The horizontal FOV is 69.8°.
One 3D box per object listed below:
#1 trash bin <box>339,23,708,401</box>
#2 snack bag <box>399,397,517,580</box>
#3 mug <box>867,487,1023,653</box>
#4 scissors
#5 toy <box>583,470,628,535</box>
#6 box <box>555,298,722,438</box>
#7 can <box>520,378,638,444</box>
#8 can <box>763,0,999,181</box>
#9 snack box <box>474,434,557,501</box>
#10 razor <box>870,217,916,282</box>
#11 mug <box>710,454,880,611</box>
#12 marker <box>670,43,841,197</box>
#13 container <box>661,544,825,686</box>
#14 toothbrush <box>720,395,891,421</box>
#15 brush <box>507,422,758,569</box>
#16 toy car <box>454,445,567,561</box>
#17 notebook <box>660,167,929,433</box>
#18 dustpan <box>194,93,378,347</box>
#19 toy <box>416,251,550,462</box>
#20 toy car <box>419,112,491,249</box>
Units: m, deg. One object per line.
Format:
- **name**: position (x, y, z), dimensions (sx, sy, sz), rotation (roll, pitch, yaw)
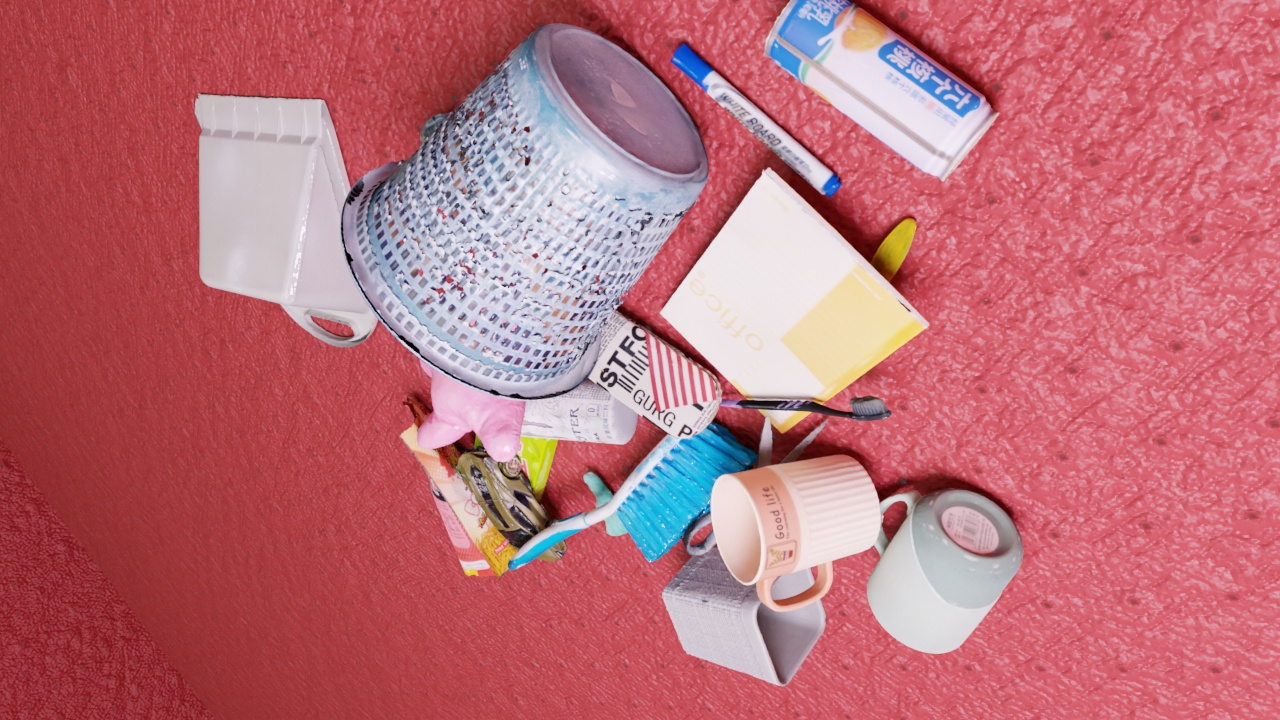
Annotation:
- **trash bin**: position (-0.065, -0.115, 0.653), dimensions (0.226, 0.225, 0.196), rotation (49, 124, 0)
- **snack bag**: position (-0.209, 0.142, 1.023), dimensions (0.208, 0.073, 0.128), rotation (65, 176, -19)
- **mug**: position (0.219, 0.145, 0.690), dimensions (0.111, 0.082, 0.107), rotation (51, 144, 35)
- **scissors**: position (0.098, 0.112, 0.766), dimensions (0.159, 0.014, 0.178), rotation (-28, 132, 8)
- **toy**: position (-0.015, 0.144, 0.909), dimensions (0.092, 0.030, 0.096), rotation (-33, 93, 43)
- **box**: position (-0.006, 0.004, 0.774), dimensions (0.164, 0.070, 0.055), rotation (32, 169, 21)
- **can**: position (-0.077, 0.044, 0.848), dimensions (0.147, 0.058, 0.058), rotation (2, 121, 25)
- **can**: position (0.142, -0.166, 0.544), dimensions (0.134, 0.053, 0.053), rotation (40, 136, 9)
- **snack box**: position (-0.130, 0.084, 0.961), dimensions (0.086, 0.026, 0.157), rotation (35, 136, 15)
- **razor**: position (0.159, -0.043, 0.640), dimensions (0.043, 0.028, 0.133), rotation (37, 134, 18)
- **mug**: position (0.121, 0.135, 0.712), dimensions (0.082, 0.105, 0.114), rotation (-168, 71, -68)
- **marker**: position (0.079, -0.163, 0.625), dimensions (0.146, 0.016, 0.017), rotation (43, 137, 6)
- **container**: position (0.092, 0.226, 0.840), dimensions (0.114, 0.090, 0.090), rotation (-1, 118, 43)
- **toothbrush**: position (0.113, 0.033, 0.707), dimensions (0.189, 0.014, 0.017), rotation (1, 119, 52)
- **brush**: position (-0.018, 0.147, 0.860), dimensions (0.109, 0.060, 0.315), rotation (47, 123, 12)
- **toy car**: position (-0.135, 0.155, 0.968), dimensions (0.070, 0.042, 0.158), rotation (-18, 113, 45)
- **notebook**: position (0.100, -0.032, 0.671), dimensions (0.146, 0.010, 0.207), rotation (45, 150, 4)
- **dustpan**: position (-0.375, -0.144, 1.010), dimensions (0.223, 0.142, 0.258), rotation (13, 97, 32)
- **toy**: position (-0.143, -0.009, 0.819), dimensions (0.179, 0.194, 0.074), rotation (7, 167, 42)
- **toy car**: position (-0.154, -0.157, 0.804), dimensions (0.054, 0.036, 0.120), rotation (-13, 100, 44)
